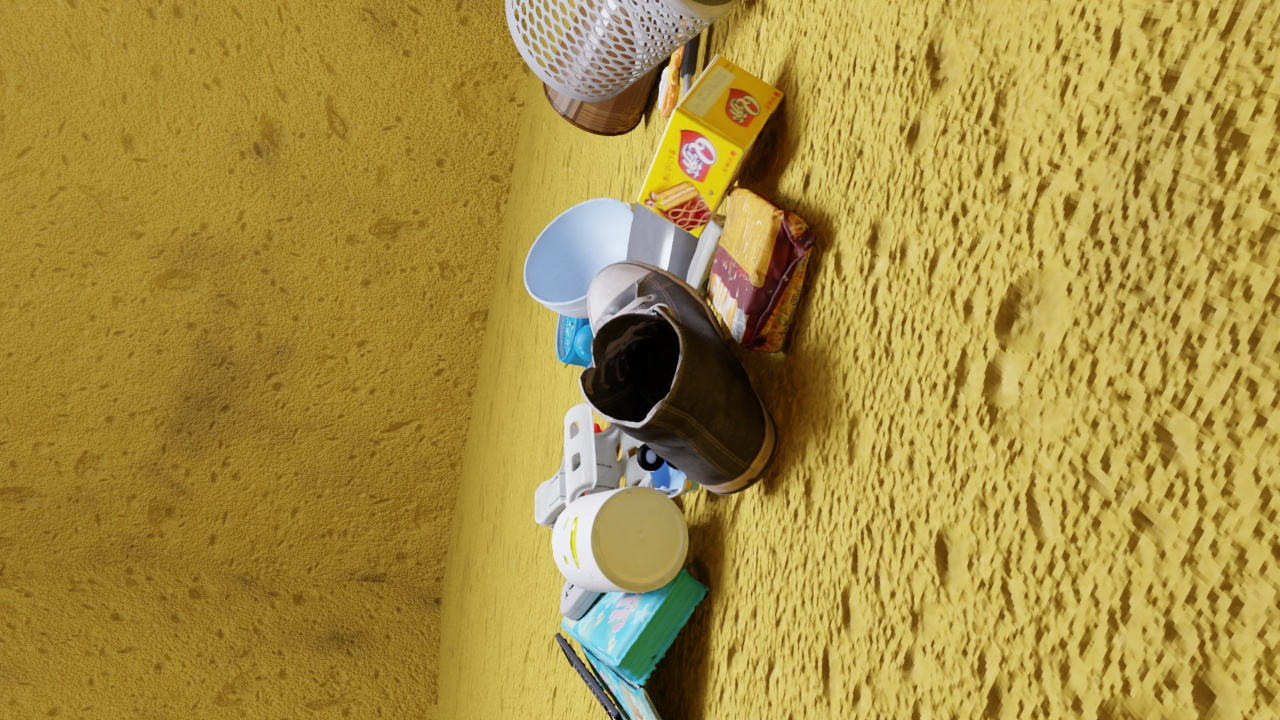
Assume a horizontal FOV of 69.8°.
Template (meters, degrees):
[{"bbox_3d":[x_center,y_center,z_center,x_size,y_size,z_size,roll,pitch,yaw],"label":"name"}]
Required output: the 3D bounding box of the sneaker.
[{"bbox_3d":[0.000,-0.014,0.657,0.095,0.120,0.234,-39,45,14],"label":"sneaker"}]

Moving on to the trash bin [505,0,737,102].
[{"bbox_3d":[-0.011,-0.349,0.848,0.184,0.156,0.156,-14,67,52],"label":"trash bin"}]

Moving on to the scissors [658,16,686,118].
[{"bbox_3d":[0.040,-0.333,1.010,0.065,0.013,0.129,-104,25,-54],"label":"scissors"}]

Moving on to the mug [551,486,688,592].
[{"bbox_3d":[-0.018,0.144,0.735,0.106,0.082,0.082,149,128,-66],"label":"mug"}]

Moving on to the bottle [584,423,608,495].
[{"bbox_3d":[-0.060,0.142,1.086,0.042,0.042,0.142,-112,33,-63],"label":"bottle"}]

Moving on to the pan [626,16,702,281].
[{"bbox_3d":[0.032,-0.205,0.909,0.179,0.041,0.357,-176,93,-76],"label":"pan"}]

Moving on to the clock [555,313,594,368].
[{"bbox_3d":[-0.063,-0.048,1.159,0.162,0.060,0.116,147,130,-68],"label":"clock"}]

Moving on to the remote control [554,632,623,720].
[{"bbox_3d":[-0.046,0.295,0.841,0.140,0.009,0.030,28,145,60],"label":"remote control"}]

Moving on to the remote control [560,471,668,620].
[{"bbox_3d":[-0.026,0.170,0.846,0.151,0.019,0.074,-53,10,10],"label":"remote control"}]

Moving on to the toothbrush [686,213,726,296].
[{"bbox_3d":[0.044,-0.051,0.827,0.022,0.024,0.186,-40,-23,-46],"label":"toothbrush"}]

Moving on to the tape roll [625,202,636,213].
[{"bbox_3d":[-0.018,-0.148,1.133,0.093,0.013,0.093,-173,91,-76],"label":"tape roll"}]

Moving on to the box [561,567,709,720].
[{"bbox_3d":[-0.014,0.253,0.795,0.227,0.084,0.171,153,123,-73],"label":"box"}]

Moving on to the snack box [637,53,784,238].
[{"bbox_3d":[0.052,-0.164,0.714,0.083,0.061,0.106,-57,-3,-35],"label":"snack box"}]

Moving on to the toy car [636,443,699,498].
[{"bbox_3d":[0.036,0.036,0.742,0.056,0.054,0.153,-15,67,59],"label":"toy car"}]

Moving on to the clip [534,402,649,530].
[{"bbox_3d":[-0.064,0.110,0.952,0.152,0.104,0.126,-28,35,16],"label":"clip"}]

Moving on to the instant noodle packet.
[{"bbox_3d":[0.082,-0.067,0.652,0.135,0.039,0.099,-112,29,-69],"label":"instant noodle packet"}]

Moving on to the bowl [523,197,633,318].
[{"bbox_3d":[-0.053,-0.106,1.057,0.075,0.151,0.150,47,-149,-46],"label":"bowl"}]

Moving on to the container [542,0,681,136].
[{"bbox_3d":[-0.027,-0.370,1.074,0.168,0.132,0.132,127,148,-52],"label":"container"}]
